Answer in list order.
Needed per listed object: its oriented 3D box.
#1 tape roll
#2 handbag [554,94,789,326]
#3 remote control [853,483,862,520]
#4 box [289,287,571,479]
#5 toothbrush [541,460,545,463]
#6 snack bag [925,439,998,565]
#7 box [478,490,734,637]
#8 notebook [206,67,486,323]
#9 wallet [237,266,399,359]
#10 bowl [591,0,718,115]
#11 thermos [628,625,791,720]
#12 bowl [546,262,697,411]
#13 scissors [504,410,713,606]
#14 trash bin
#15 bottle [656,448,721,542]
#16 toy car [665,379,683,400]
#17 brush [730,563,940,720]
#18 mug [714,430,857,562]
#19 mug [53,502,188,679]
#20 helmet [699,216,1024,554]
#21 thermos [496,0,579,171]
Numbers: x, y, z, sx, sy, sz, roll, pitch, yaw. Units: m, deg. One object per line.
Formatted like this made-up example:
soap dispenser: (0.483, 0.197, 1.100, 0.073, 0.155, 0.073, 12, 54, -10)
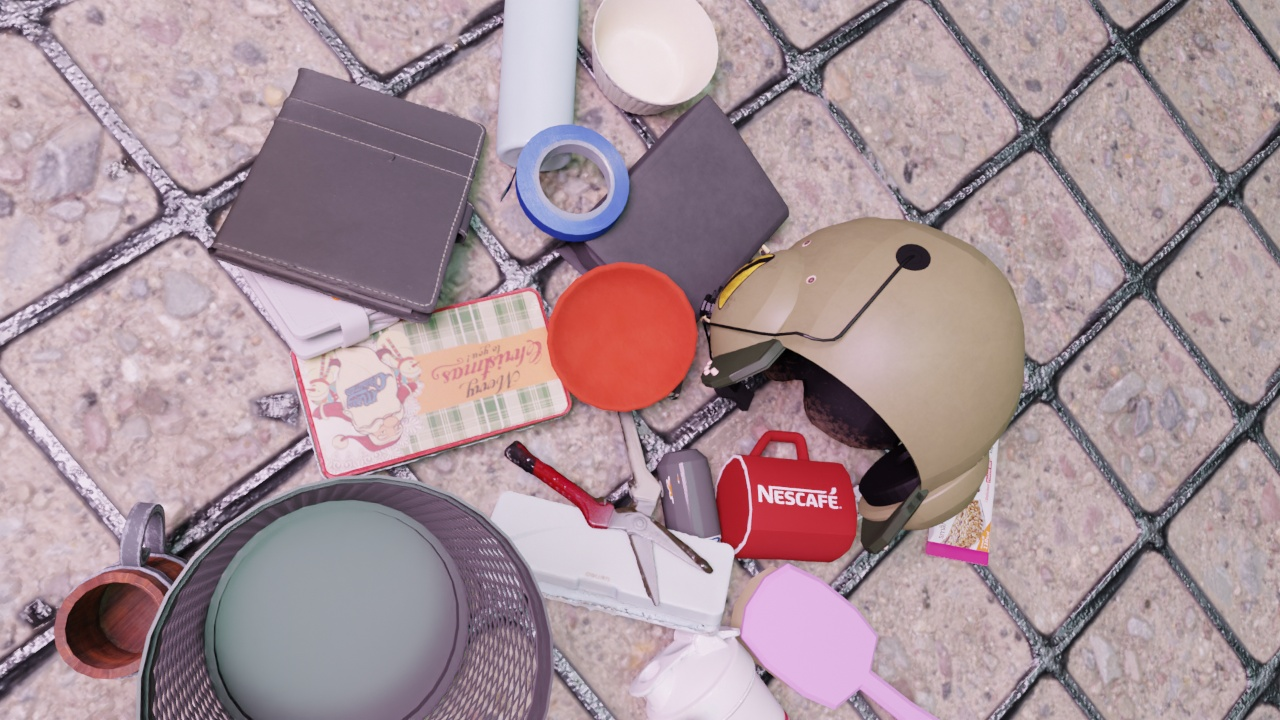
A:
tape roll: (-0.055, -0.143, 0.740, 0.093, 0.016, 0.091, 29, 74, -4)
handbag: (0.059, -0.097, 0.820, 0.196, 0.072, 0.175, 44, 73, -12)
remote control: (0.221, 0.121, 0.860, 0.124, 0.012, 0.028, -27, 90, -19)
box: (-0.167, 0.018, 0.741, 0.205, 0.050, 0.117, -14, 87, -19)
toothbrush: (-0.028, 0.138, 0.781, 0.186, 0.015, 0.016, 41, 68, -7)
snack bag: (0.317, 0.095, 0.891, 0.070, 0.016, 0.196, 13, 78, -13)
box: (-0.026, 0.158, 0.731, 0.199, 0.067, 0.083, 11, 73, 5)
notebook: (-0.216, -0.135, 0.721, 0.169, 0.030, 0.208, 17, 56, -14)
wallet: (-0.236, -0.065, 0.716, 0.115, 0.038, 0.118, -27, 63, -30)
bowl: (0.006, -0.274, 0.829, 0.115, 0.063, 0.115, 3, 81, -16)
thermos: (0.092, 0.317, 0.754, 0.099, 0.099, 0.220, -41, 99, -18)
bowl: (-0.017, -0.021, 0.752, 0.122, 0.035, 0.122, -2, 103, -9)
scissors: (-0.021, 0.100, 0.747, 0.198, 0.015, 0.178, 17, 51, 9)
trash bin: (-0.192, 0.187, 0.605, 0.217, 0.228, 0.217, 3, 81, -20)
bottle: (0.043, 0.132, 0.787, 0.047, 0.047, 0.112, -7, 83, -18)
toy car: (-0.005, 0.005, 0.796, 0.092, 0.037, 0.040, 15, 78, -14)
brush: (0.181, 0.271, 0.808, 0.228, 0.043, 0.089, 39, 73, -8)
mug: (0.122, 0.114, 0.799, 0.096, 0.081, 0.116, 6, 57, -16)
mug: (-0.345, 0.157, 0.632, 0.081, 0.111, 0.117, 9, 79, -15)
helmet: (0.175, 0.003, 0.725, 0.250, 0.256, 0.232, 45, 75, -7)
thermos: (-0.088, -0.273, 0.799, 0.078, 0.065, 0.206, 3, 81, -7)
